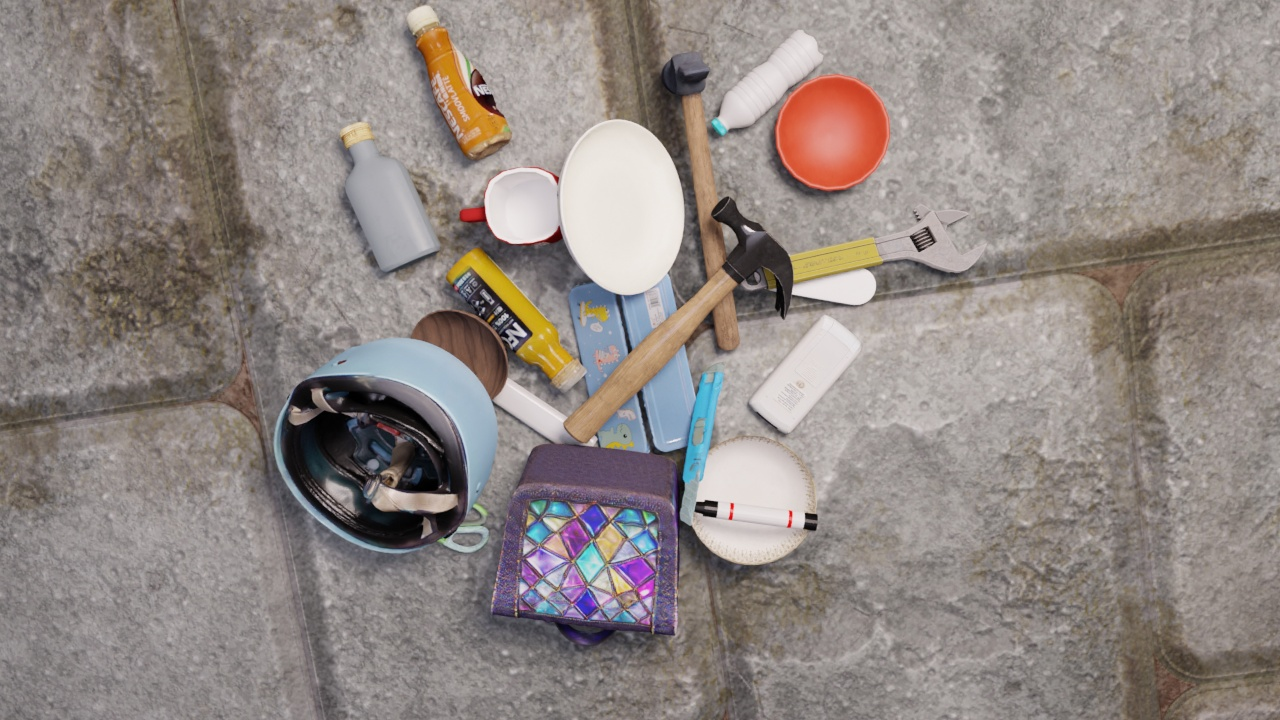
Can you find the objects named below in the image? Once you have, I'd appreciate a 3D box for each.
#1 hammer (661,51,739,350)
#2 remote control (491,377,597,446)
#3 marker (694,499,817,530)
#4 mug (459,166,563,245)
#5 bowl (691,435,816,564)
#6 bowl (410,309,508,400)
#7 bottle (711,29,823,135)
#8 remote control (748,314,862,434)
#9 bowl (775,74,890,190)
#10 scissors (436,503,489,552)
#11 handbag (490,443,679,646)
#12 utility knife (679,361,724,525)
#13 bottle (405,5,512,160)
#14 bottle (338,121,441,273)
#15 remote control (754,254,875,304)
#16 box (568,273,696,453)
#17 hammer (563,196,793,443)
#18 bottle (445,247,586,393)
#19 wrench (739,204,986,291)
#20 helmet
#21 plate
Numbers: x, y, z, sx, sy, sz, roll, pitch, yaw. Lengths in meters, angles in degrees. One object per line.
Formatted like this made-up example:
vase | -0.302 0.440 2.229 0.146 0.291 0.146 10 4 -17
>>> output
hammer | 0.073 -0.165 0.990 0.040 0.129 0.322 -11 106 -3
remote control | -0.112 0.068 1.063 0.131 0.012 0.033 34 97 -2
marker | 0.118 0.167 0.996 0.145 0.019 0.019 7 97 1
mug | -0.134 -0.163 0.994 0.116 0.096 0.080 -6 96 3
bowl | 0.122 0.151 1.037 0.145 0.063 0.145 0 96 2
bowl | -0.199 -0.009 1.037 0.119 0.032 0.119 8 119 14
bottle | 0.134 -0.296 0.993 0.136 0.044 0.044 -41 93 6
remote control | 0.186 0.016 1.037 0.060 0.025 0.138 39 99 -2
bowl | 0.207 -0.246 1.000 0.122 0.035 0.122 0 97 3
scissors | -0.265 0.198 1.088 0.174 0.033 0.065 -4 100 0
handbag | -0.055 0.217 1.019 0.205 0.125 0.222 6 109 2
utility knife | 0.066 0.088 1.007 0.031 0.015 0.197 -9 57 34
bottle | -0.202 -0.304 1.000 0.059 0.059 0.167 -28 95 5
bottle | -0.287 -0.184 1.024 0.072 0.046 0.161 -23 95 5
remote control | 0.196 -0.092 1.030 0.136 0.013 0.043 10 97 1
box | -0.007 0.007 1.039 0.126 0.039 0.209 -12 96 5
hammer | 0.034 -0.021 0.988 0.132 0.040 0.306 40 104 -20
bottle | -0.137 -0.042 1.031 0.053 0.053 0.186 -42 93 6
wrench | 0.242 -0.113 1.011 0.273 0.018 0.083 -14 84 -1
helmet | -0.262 0.088 0.989 0.225 0.166 0.266 47 123 -8
plate | -0.025 -0.161 0.976 0.034 0.181 0.182 3 99 44
